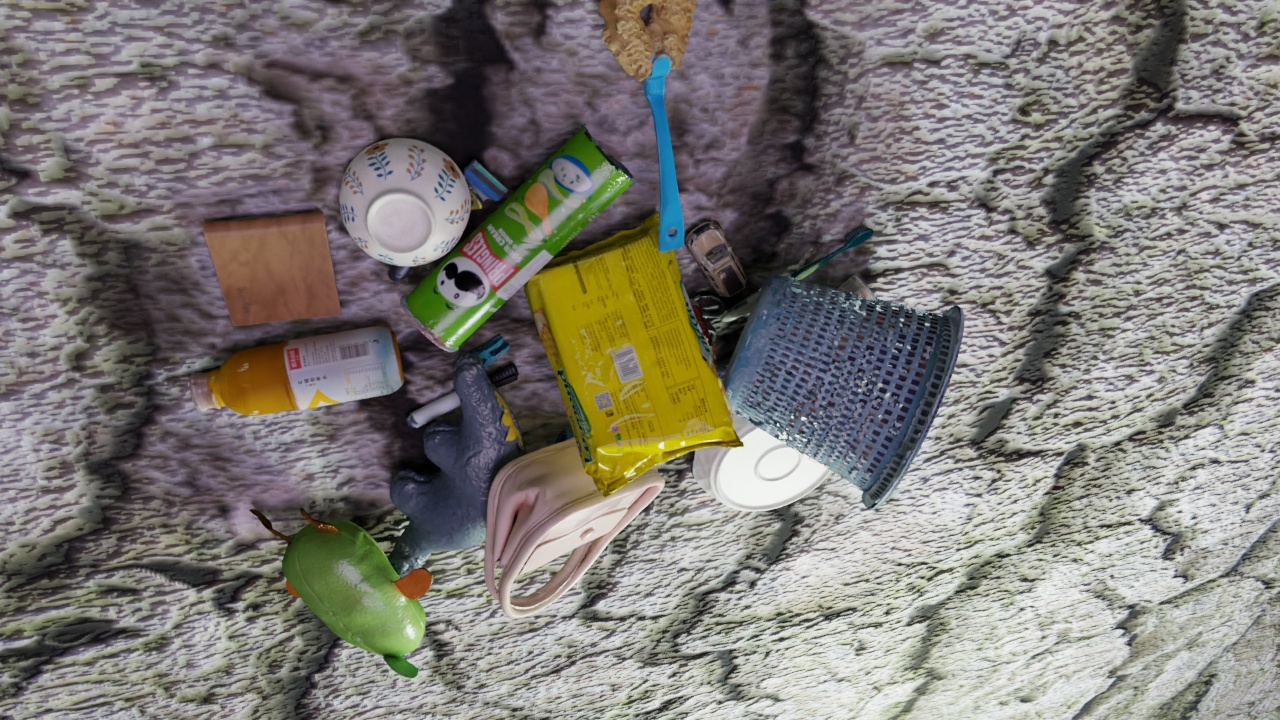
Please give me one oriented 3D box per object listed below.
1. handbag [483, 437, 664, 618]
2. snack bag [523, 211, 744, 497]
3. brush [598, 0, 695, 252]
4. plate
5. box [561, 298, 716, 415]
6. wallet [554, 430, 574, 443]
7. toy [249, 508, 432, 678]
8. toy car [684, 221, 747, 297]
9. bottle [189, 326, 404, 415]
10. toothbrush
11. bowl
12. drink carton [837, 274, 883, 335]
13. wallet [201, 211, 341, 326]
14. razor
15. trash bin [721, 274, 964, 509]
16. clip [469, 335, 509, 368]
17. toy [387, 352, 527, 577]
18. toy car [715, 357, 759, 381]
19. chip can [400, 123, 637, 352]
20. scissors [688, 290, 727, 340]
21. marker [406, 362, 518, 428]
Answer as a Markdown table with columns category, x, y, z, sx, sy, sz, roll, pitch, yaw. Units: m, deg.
| category | x | y | z | sx | sy | sz | roll | pitch | yaw |
| --- | --- | --- | --- | --- | --- | --- | --- | --- | --- |
| handbag | -0.091 | 0.197 | 1.027 | 0.192 | 0.093 | 0.235 | -13 | 137 | -46 |
| snack bag | -0.011 | -0.007 | 0.893 | 0.158 | 0.246 | 0.068 | -19 | 175 | -5 |
| brush | 0.016 | -0.215 | 0.809 | 0.083 | 0.046 | 0.255 | -17 | 120 | -17 |
| plate | 0.169 | 0.120 | 1.175 | 0.204 | 0.045 | 0.205 | -11 | 131 | -13 |
| box | -0.006 | 0.005 | 0.976 | 0.168 | 0.079 | 0.091 | -13 | 132 | -3 |
| wallet | -0.059 | 0.141 | 1.109 | 0.133 | 0.040 | 0.106 | 18 | 111 | -32 |
| toy | -0.321 | 0.243 | 1.012 | 0.227 | 0.089 | 0.247 | -9 | 123 | 34 |
| toy car | 0.080 | -0.106 | 0.959 | 0.042 | 0.035 | 0.090 | -32 | 130 | 5 |
| bottle | -0.325 | 0.013 | 0.876 | 0.189 | 0.068 | 0.068 | -10 | 131 | -13 |
| toothbrush | 0.171 | -0.096 | 1.017 | 0.192 | 0.018 | 0.016 | -31 | 133 | 8 |
| bowl | -0.205 | -0.128 | 0.794 | 0.113 | 0.062 | 0.114 | -4 | 121 | -7 |
| drink carton | 0.222 | -0.037 | 1.062 | 0.123 | 0.045 | 0.053 | -43 | 119 | 14 |
| wallet | -0.329 | -0.081 | 0.831 | 0.101 | 0.020 | 0.115 | -8 | 133 | -13 |
| razor | -0.184 | -0.124 | 0.847 | 0.143 | 0.022 | 0.042 | -43 | 114 | 16 |
| trash bin | 0.195 | 0.012 | 0.953 | 0.195 | 0.225 | 0.227 | 24 | 124 | 7 |
| clip | -0.163 | -0.006 | 0.961 | 0.056 | 0.014 | 0.041 | -37 | 132 | 10 |
| toy | -0.197 | 0.138 | 1.012 | 0.137 | 0.091 | 0.357 | 15 | 125 | -25 |
| toy car | 0.093 | 0.030 | 1.076 | 0.120 | 0.036 | 0.054 | -20 | 133 | 0 |
| chip can | -0.113 | -0.110 | 0.845 | 0.236 | 0.072 | 0.072 | -41 | 131 | 9 |
| scissors | 0.010 | -0.041 | 1.000 | 0.172 | 0.014 | 0.145 | -26 | 131 | 2 |
| marker | -0.190 | 0.039 | 0.982 | 0.131 | 0.022 | 0.018 | -27 | 135 | 1 |
